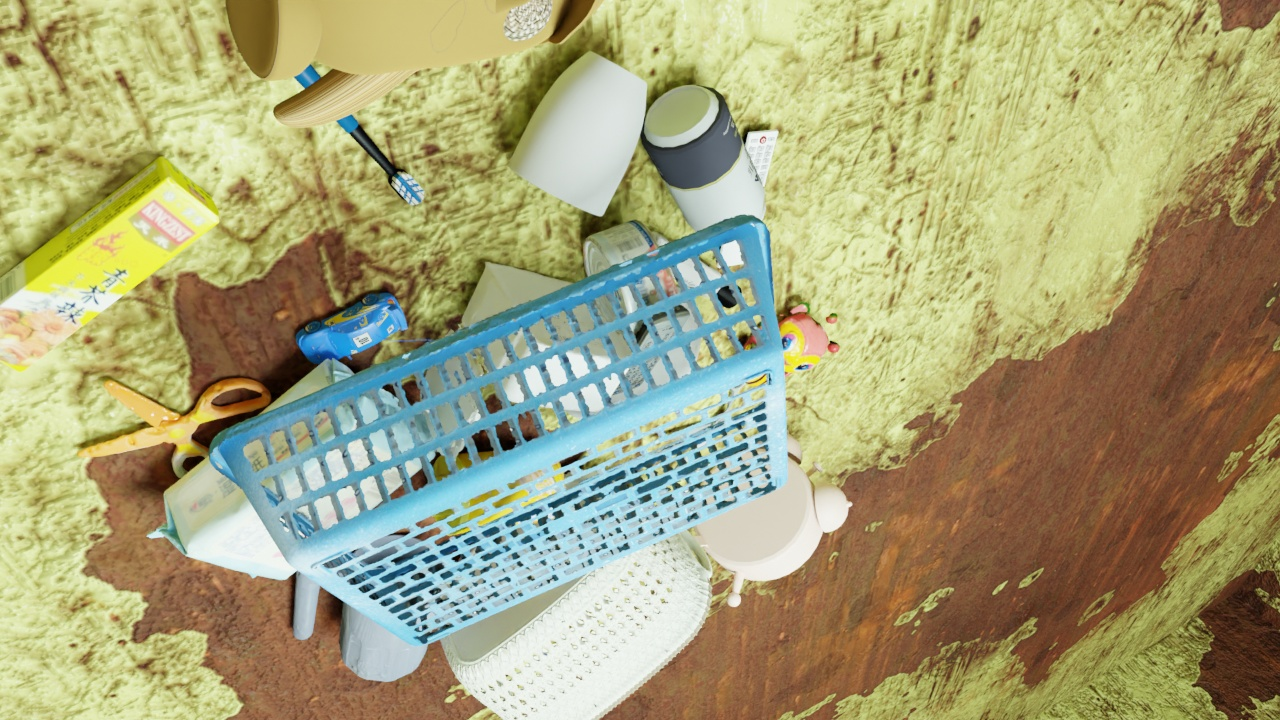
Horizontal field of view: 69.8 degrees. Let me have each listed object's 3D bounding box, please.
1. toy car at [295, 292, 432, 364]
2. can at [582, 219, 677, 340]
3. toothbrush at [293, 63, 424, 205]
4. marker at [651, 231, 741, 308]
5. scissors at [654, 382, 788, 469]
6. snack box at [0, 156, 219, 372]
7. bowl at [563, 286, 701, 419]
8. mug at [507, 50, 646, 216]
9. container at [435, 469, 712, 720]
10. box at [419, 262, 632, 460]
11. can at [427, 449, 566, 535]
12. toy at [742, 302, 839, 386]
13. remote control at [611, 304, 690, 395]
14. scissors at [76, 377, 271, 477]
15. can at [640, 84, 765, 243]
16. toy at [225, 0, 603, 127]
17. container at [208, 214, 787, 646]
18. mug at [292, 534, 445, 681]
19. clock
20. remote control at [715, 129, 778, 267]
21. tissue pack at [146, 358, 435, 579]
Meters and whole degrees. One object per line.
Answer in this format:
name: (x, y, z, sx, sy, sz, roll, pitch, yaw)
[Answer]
toy car: (-0.185, -0.012, 0.634, 0.092, 0.062, 0.033, -28, 138, -11)
can: (-0.008, -0.060, 0.697, 0.043, 0.086, 0.086, -22, 137, -15)
toothbrush: (-0.182, -0.150, 0.545, 0.014, 0.014, 0.168, -46, 140, -7)
marker: (0.045, -0.073, 0.770, 0.125, 0.025, 0.025, 25, 110, -46)
scissors: (0.088, 0.064, 0.937, 0.173, 0.014, 0.142, 3, 123, -39)
snack box: (-0.315, -0.055, 0.526, 0.148, 0.029, 0.040, -38, 140, 0)
bowl: (-0.005, 0.005, 0.792, 0.149, 0.043, 0.150, -19, 136, -20)
mug: (-0.029, -0.153, 0.621, 0.089, 0.071, 0.107, -61, 163, 13)
container: (-0.069, 0.221, 0.852, 0.246, 0.184, 0.143, -40, 129, 1)
box: (-0.099, 0.014, 0.684, 0.125, 0.108, 0.137, 8, 121, -40)
can: (-0.123, 0.111, 0.788, 0.104, 0.067, 0.068, -1, 128, -35)
toy: (0.139, -0.011, 0.881, 0.103, 0.046, 0.084, -25, 144, -9)
remote control: (0.003, -0.005, 0.702, 0.033, 0.013, 0.137, -17, 160, -23)
scissors: (-0.319, 0.051, 0.636, 0.125, 0.011, 0.128, -16, 135, -24)
can: (0.051, -0.140, 0.682, 0.064, 0.064, 0.127, -38, 139, 0)
toy: (-0.095, -0.208, 0.455, 0.202, 0.162, 0.199, -15, 138, -39)
container: (-0.057, 0.073, 0.624, 0.362, 0.089, 0.257, -23, 148, -3)
mug: (-0.240, 0.215, 0.803, 0.124, 0.083, 0.104, 10, 126, -13)
clock: (0.120, 0.154, 0.952, 0.160, 0.131, 0.086, -35, 139, -3)
remote control: (0.085, -0.132, 0.753, 0.028, 0.011, 0.124, -12, 133, -27)
tissue pack: (-0.249, 0.086, 0.666, 0.182, 0.070, 0.112, -38, 153, 1)
